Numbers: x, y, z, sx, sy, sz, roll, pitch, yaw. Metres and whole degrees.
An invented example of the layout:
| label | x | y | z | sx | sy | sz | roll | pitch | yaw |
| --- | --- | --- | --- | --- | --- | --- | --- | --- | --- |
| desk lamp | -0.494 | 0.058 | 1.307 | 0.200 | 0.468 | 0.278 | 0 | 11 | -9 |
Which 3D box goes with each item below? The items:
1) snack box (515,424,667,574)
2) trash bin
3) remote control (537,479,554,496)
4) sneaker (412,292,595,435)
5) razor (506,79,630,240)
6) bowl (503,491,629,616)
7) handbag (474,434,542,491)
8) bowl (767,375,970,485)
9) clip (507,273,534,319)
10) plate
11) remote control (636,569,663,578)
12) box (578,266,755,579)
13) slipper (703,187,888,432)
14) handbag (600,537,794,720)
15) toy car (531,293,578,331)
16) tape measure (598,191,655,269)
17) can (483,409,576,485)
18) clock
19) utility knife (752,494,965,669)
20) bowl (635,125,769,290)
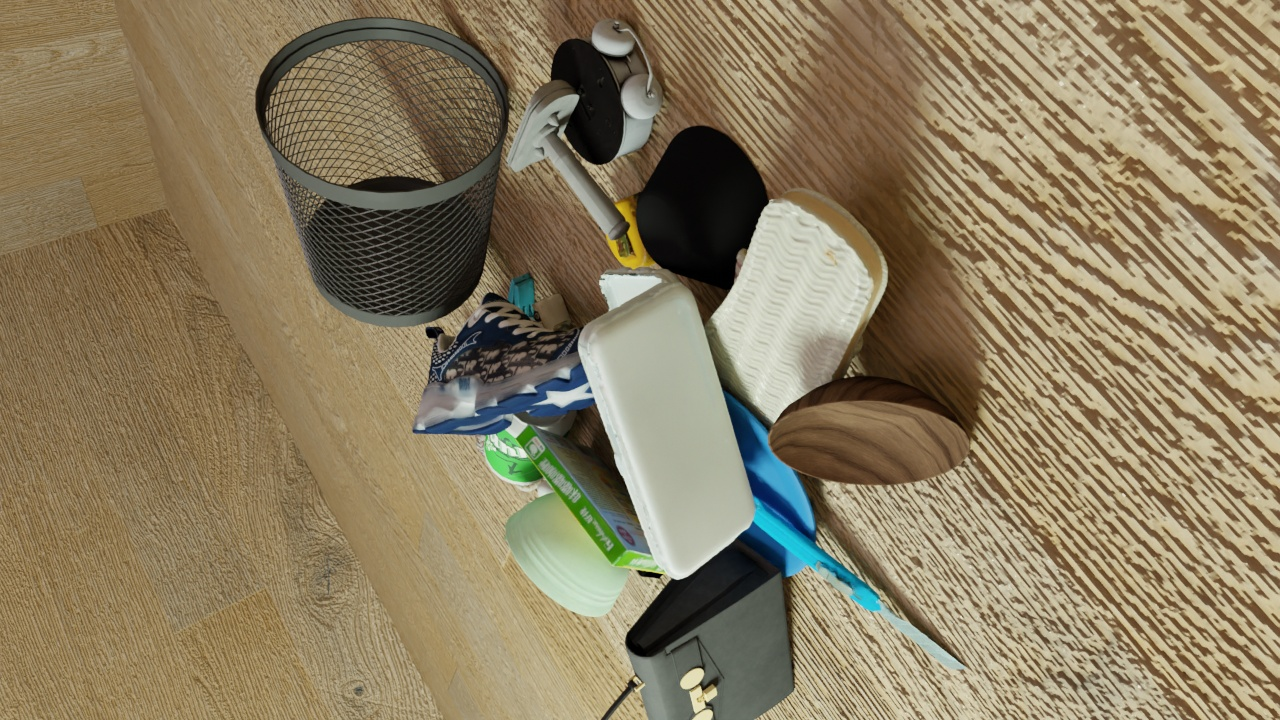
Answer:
| label | x | y | z | sx | sy | sz | roll | pitch | yaw |
| --- | --- | --- | --- | --- | --- | --- | --- | --- | --- |
| snack box | -0.041 | 0.141 | 0.921 | 0.168 | 0.027 | 0.132 | 48 | -173 | 28 |
| trash bin | -0.245 | -0.173 | 0.909 | 0.217 | 0.217 | 0.228 | 53 | 154 | 20 |
| remote control | -0.094 | 0.198 | 1.130 | 0.060 | 0.028 | 0.114 | 4 | 116 | 58 |
| sneaker | -0.128 | -0.008 | 0.884 | 0.270 | 0.103 | 0.132 | -17 | 73 | 42 |
| razor | -0.049 | -0.142 | 0.707 | 0.116 | 0.047 | 0.088 | 53 | 151 | 5 |
| bowl | -0.066 | 0.197 | 0.998 | 0.077 | 0.150 | 0.151 | -49 | 61 | 13 |
| handbag | -0.182 | 0.069 | 1.159 | 0.124 | 0.046 | 0.186 | 33 | 138 | 45 |
| bowl | 0.139 | 0.039 | 0.566 | 0.120 | 0.119 | 0.032 | 125 | 158 | -58 |
| clip | -0.140 | -0.044 | 1.023 | 0.120 | 0.033 | 0.122 | 23 | 131 | 56 |
| plate | 0.059 | 0.087 | 0.771 | 0.224 | 0.024 | 0.225 | 34 | 146 | 27 |
| remote control | -0.027 | 0.173 | 0.981 | 0.013 | 0.034 | 0.150 | -49 | 55 | 12 |
| box | 0.004 | 0.047 | 0.667 | 0.129 | 0.104 | 0.210 | 8 | 123 | 55 |
| slipper | 0.097 | -0.029 | 0.600 | 0.115 | 0.052 | 0.263 | 45 | 160 | 13 |
| handbag | 0.032 | 0.272 | 0.779 | 0.072 | 0.195 | 0.176 | 32 | 146 | 42 |
| toy car | -0.070 | -0.012 | 0.921 | 0.039 | 0.039 | 0.113 | -12 | 102 | 39 |
| tape measure | -0.006 | -0.103 | 0.746 | 0.068 | 0.030 | 0.059 | -4 | 107 | 60 |
| can | -0.125 | 0.076 | 1.025 | 0.088 | 0.087 | 0.140 | 55 | 150 | 18 |
| clock | -0.024 | -0.204 | 0.693 | 0.094 | 0.035 | 0.123 | 64 | 151 | 1 |
| utility knife | 0.146 | 0.159 | 0.690 | 0.220 | 0.015 | 0.031 | 35 | 149 | 25 |
| bowl | 0.033 | -0.100 | 0.659 | 0.124 | 0.052 | 0.124 | 39 | 142 | 38 |
